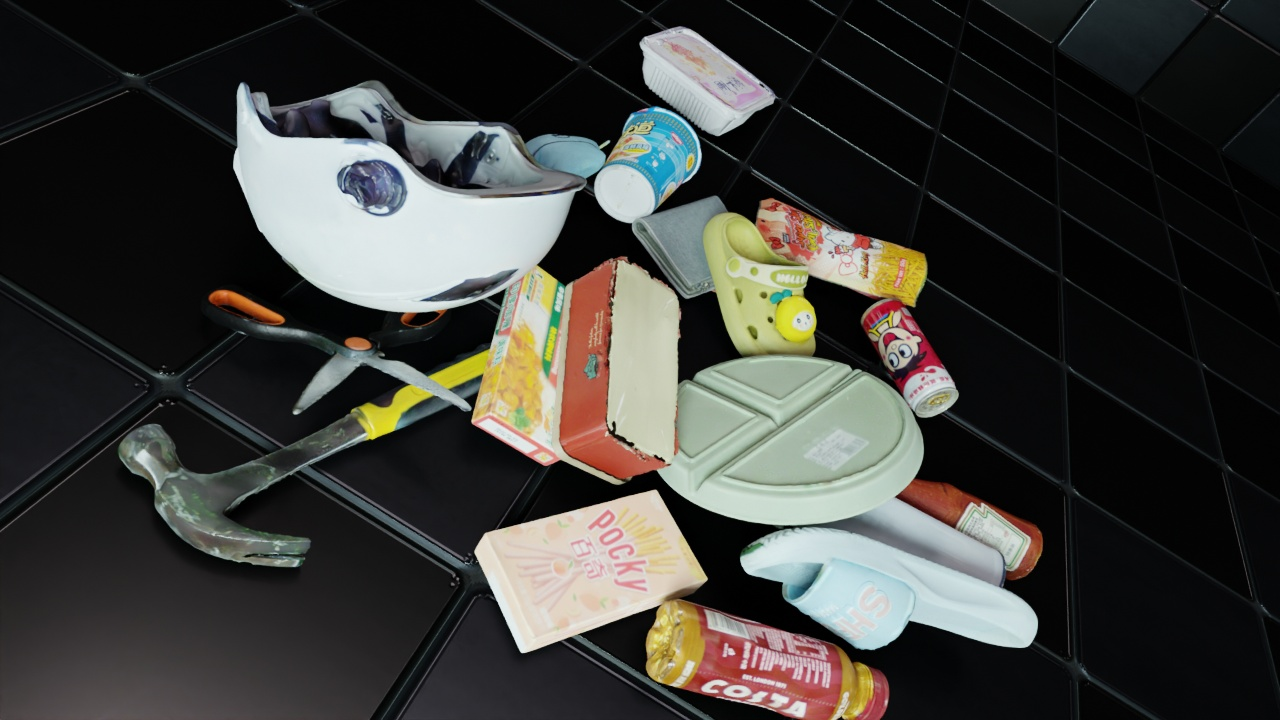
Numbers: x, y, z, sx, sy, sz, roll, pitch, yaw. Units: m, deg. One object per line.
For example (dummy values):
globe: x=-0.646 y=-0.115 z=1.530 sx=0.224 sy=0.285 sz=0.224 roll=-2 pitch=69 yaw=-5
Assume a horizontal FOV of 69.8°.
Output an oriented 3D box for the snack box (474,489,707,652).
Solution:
snack box: x=-0.033 y=0.149 z=0.667 sx=0.157 sy=0.026 sz=0.084 roll=-9 pitch=55 yaw=-38

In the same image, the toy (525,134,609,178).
toy: x=-0.098 y=-0.200 z=0.947 sx=0.156 sy=0.050 sz=0.161 roll=-14 pitch=32 yaw=-17

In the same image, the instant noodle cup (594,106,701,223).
instant noodle cup: x=0.002 y=-0.209 z=1.008 sx=0.099 sy=0.099 sz=0.109 roll=32 pitch=49 yaw=0

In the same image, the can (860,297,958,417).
can: x=0.295 y=-0.004 z=1.011 sx=0.053 sy=0.053 sz=0.132 roll=3 pitch=48 yaw=-30

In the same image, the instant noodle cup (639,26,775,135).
instant noodle cup: x=0.083 y=-0.374 z=1.247 sx=0.173 sy=0.061 sz=0.137 roll=41 pitch=41 yaw=9

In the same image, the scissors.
scissors: x=-0.211 y=-0.013 z=0.681 sx=0.230 sy=0.022 sz=0.220 roll=23 pitch=25 yaw=16

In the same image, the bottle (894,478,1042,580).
bottle: x=0.268 y=0.137 z=0.850 sx=0.206 sy=0.060 sz=0.059 roll=26 pitch=40 yaw=-2

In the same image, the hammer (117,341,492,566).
hammer: x=-0.188 y=0.043 z=0.672 sx=0.126 sy=0.032 sz=0.322 roll=45 pitch=41 yaw=14

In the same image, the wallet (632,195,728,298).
wallet: x=0.063 y=-0.120 z=0.991 sx=0.129 sy=0.037 sz=0.106 roll=-24 pitch=77 yaw=-43

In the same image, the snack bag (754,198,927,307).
snack bag: x=0.233 y=-0.129 z=1.102 sx=0.208 sy=0.073 sz=0.128 roll=21 pitch=41 yaw=-2

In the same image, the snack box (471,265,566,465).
snack box: x=-0.085 y=0.000 z=0.743 sx=0.077 sy=0.027 sz=0.155 roll=36 pitch=45 yaw=-34

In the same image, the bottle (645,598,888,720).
bottle: x=0.093 y=0.219 z=0.652 sx=0.175 sy=0.058 sz=0.057 roll=20 pitch=41 yaw=-14

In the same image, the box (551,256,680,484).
box: x=-0.010 y=0.005 z=0.744 sx=0.091 sy=0.078 sz=0.168 roll=30 pitch=50 yaw=-39

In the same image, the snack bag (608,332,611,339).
snack bag: x=-0.005 y=0.005 z=0.824 sx=0.048 sy=0.026 sz=0.104 roll=-22 pitch=55 yaw=2

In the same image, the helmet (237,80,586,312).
helmet: x=-0.183 y=-0.114 z=0.710 sx=0.259 sy=0.146 sz=0.228 roll=20 pitch=21 yaw=3

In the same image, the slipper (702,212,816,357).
slipper: x=0.127 y=-0.076 z=0.932 sx=0.091 sy=0.082 sz=0.190 roll=-10 pitch=72 yaw=-37

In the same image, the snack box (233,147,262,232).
snack box: x=-0.271 y=-0.154 z=0.822 sx=0.156 sy=0.027 sz=0.084 roll=-9 pitch=54 yaw=-37

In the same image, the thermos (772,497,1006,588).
thermos: x=0.198 y=0.146 z=0.789 sx=0.224 sy=0.073 sz=0.073 roll=28 pitch=40 yaw=-5

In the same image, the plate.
plate: x=0.120 y=0.055 z=0.773 sx=0.230 sy=0.027 sz=0.229 roll=-4 pitch=30 yaw=2

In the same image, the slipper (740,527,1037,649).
slipper: x=0.190 y=0.191 z=0.714 sx=0.245 sy=0.104 sz=0.074 roll=18 pitch=68 yaw=-8
